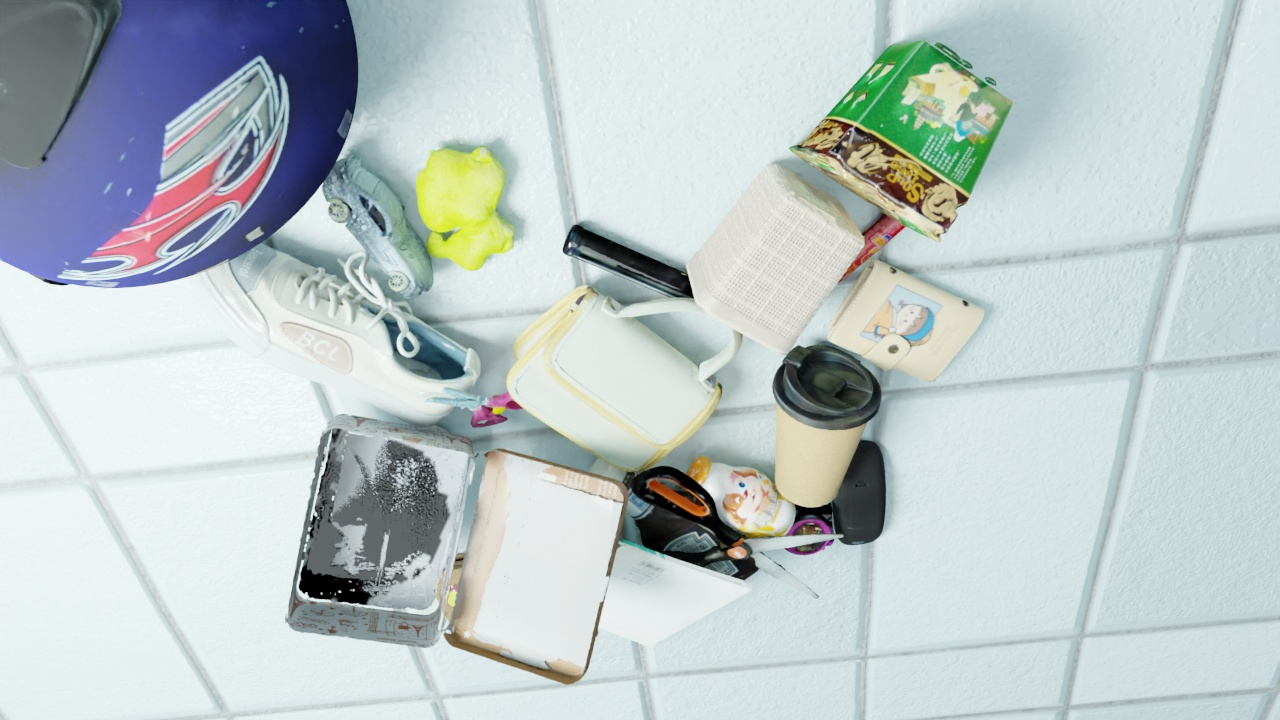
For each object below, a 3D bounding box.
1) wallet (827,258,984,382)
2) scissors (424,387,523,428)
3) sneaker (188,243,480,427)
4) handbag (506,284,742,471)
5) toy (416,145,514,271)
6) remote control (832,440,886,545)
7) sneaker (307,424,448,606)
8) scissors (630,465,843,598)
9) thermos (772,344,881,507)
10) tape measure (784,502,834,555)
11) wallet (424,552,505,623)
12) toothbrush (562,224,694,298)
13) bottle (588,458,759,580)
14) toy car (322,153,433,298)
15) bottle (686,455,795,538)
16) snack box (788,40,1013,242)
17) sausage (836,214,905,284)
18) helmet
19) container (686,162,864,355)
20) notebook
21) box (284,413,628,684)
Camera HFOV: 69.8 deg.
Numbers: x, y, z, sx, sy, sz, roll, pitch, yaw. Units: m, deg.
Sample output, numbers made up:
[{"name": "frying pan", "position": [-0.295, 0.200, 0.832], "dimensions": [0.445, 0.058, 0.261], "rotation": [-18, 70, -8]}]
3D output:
[{"name": "wallet", "position": [0.227, -0.031, 0.796], "dimensions": [0.115, 0.024, 0.087], "rotation": [21, 115, -16]}, {"name": "scissors", "position": [-0.147, 0.041, 0.786], "dimensions": [0.073, 0.017, 0.137], "rotation": [-33, 162, 22]}, {"name": "sneaker", "position": [-0.237, -0.032, 0.736], "dimensions": [0.242, 0.089, 0.091], "rotation": [33, 132, -25]}, {"name": "handbag", "position": [-0.005, 0.005, 0.779], "dimensions": [0.163, 0.063, 0.179], "rotation": [36, 120, -24]}, {"name": "toy", "position": [-0.140, -0.119, 0.720], "dimensions": [0.097, 0.031, 0.100], "rotation": [-29, 120, 18]}, {"name": "remote control", "position": [0.216, 0.137, 0.904], "dimensions": [0.053, 0.024, 0.136], "rotation": [-8, 123, 4]}, {"name": "sneaker", "position": [-0.249, 0.166, 0.870], "dimensions": [0.118, 0.087, 0.242], "rotation": [29, 117, -19]}, {"name": "scissors", "position": [0.070, 0.174, 0.859], "dimensions": [0.222, 0.021, 0.234], "rotation": [-29, 120, 34]}, {"name": "thermos", "position": [0.158, 0.061, 0.820], "dimensions": [0.093, 0.092, 0.143], "rotation": [0, 132, -2]}, {"name": "tape measure", "position": [0.163, 0.166, 0.912], "dimensions": [0.057, 0.039, 0.058], "rotation": [0, 123, -2]}, {"name": "wallet", "position": [-0.167, 0.250, 0.964], "dimensions": [0.090, 0.033, 0.115], "rotation": [-13, 119, 8]}, {"name": "toothbrush", "position": [0.036, -0.060, 0.768], "dimensions": [0.212, 0.026, 0.027], "rotation": [22, 131, -17]}, {"name": "bottle", "position": [0.030, 0.157, 0.900], "dimensions": [0.195, 0.043, 0.080], "rotation": [39, 121, -22]}, {"name": "toy car", "position": [-0.200, -0.103, 0.715], "dimensions": [0.037, 0.054, 0.121], "rotation": [-23, 122, 15]}, {"name": "bottle", "position": [0.094, 0.130, 0.872], "dimensions": [0.108, 0.063, 0.063], "rotation": [32, 117, -21]}, {"name": "snack box", "position": [0.191, -0.162, 0.659], "dimensions": [0.118, 0.117, 0.106], "rotation": [31, 103, -11]}, {"name": "sausage", "position": [0.173, -0.083, 0.761], "dimensions": [0.020, 0.020, 0.156], "rotation": [39, 114, -24]}, {"name": "helmet", "position": [-0.322, -0.161, 0.552], "dimensions": [0.316, 0.247, 0.240], "rotation": [-31, 101, 10]}, {"name": "container", "position": [0.106, -0.082, 0.719], "dimensions": [0.090, 0.089, 0.111], "rotation": [27, 116, -18]}, {"name": "notebook", "position": [-0.006, 0.238, 0.924], "dimensions": [0.150, 0.012, 0.210], "rotation": [23, 142, -17]}, {"name": "box", "position": [-0.154, 0.159, 0.780], "dimensions": [0.259, 0.110, 0.179], "rotation": [11, 94, -12]}]
